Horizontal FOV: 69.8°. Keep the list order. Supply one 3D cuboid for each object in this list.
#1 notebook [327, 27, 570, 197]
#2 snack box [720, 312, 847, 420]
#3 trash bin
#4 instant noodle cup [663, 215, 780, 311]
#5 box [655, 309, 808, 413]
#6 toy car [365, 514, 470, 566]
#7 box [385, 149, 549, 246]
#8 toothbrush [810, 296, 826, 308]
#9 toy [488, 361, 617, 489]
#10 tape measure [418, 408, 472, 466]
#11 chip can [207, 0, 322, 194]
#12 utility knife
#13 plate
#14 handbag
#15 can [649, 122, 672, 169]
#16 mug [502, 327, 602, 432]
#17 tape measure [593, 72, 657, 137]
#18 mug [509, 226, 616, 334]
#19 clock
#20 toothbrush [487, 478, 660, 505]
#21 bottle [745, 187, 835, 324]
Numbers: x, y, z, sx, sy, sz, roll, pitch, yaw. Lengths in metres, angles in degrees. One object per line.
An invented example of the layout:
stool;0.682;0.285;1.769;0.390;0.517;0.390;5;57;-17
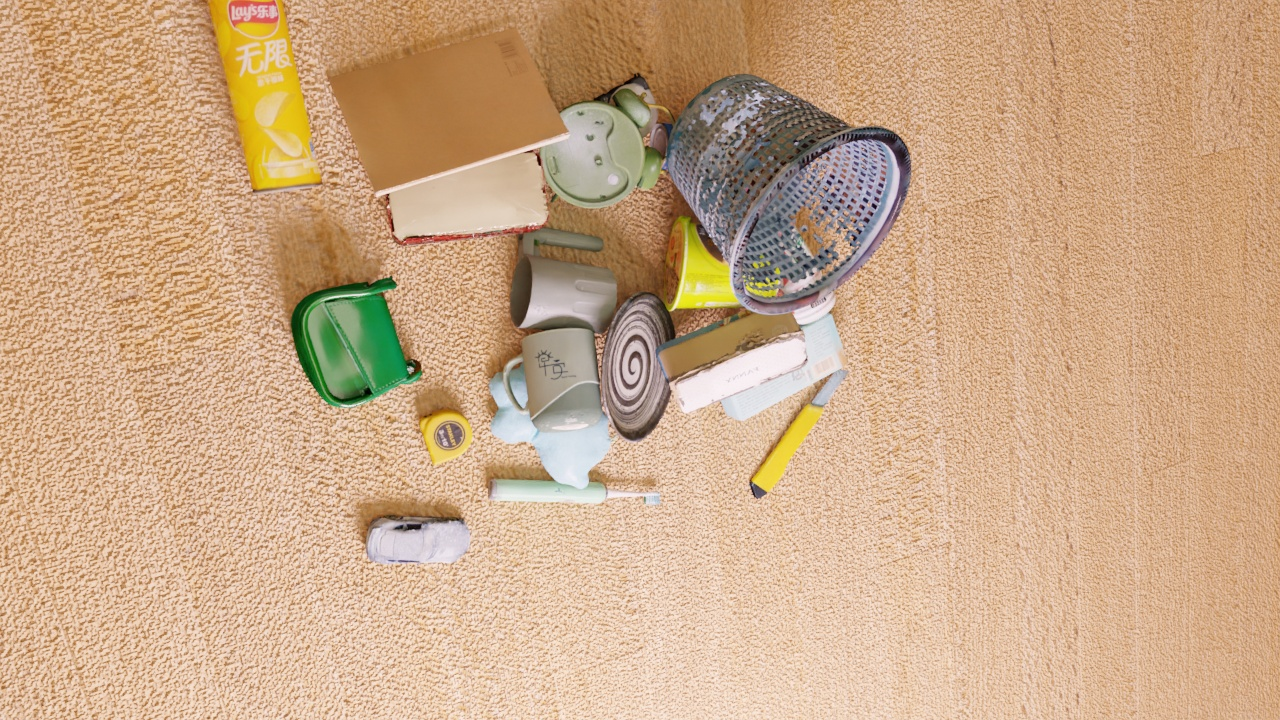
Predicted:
notebook;-0.200;-0.266;0.962;0.211;0.012;0.149;-21;74;-15
snack box;0.178;0.005;1.187;0.174;0.052;0.074;-27;107;-15
trash bin;0.138;-0.195;0.983;0.226;0.195;0.227;-24;143;-20
instant noodle cup;0.099;-0.108;1.087;0.123;0.111;0.112;5;99;-9
box;0.104;-0.002;1.088;0.184;0.061;0.090;-19;147;0
toy car;-0.258;0.209;1.066;0.120;0.037;0.054;4;98;-25
box;-0.185;-0.172;0.979;0.168;0.077;0.091;-8;95;-12
toothbrush;0.148;-0.036;1.149;0.186;0.012;0.017;-30;121;12
toy;-0.101;0.075;1.093;0.156;0.050;0.161;-2;92;-15
tape measure;-0.224;0.084;1.057;0.057;0.029;0.060;-20;107;-16
chip can;-0.372;-0.274;0.903;0.072;0.072;0.213;-12;105;-19
utility knife;0.214;0.097;1.238;0.033;0.015;0.215;37;88;-23
plate;-0.006;0.006;1.086;0.179;0.024;0.179;-22;116;-59
handbag;-0.306;-0.018;0.989;0.120;0.068;0.131;-20;106;-24
can;0.082;-0.256;1.096;0.134;0.053;0.053;-5;102;-20
mug;-0.101;0.027;1.039;0.112;0.082;0.106;-9;80;10
tape measure;-0.014;-0.288;1.063;0.065;0.033;0.066;-34;110;-10
mug;-0.089;-0.093;1.055;0.103;0.084;0.123;6;73;-24
clock;-0.037;-0.238;1.025;0.161;0.056;0.116;-13;114;5
toothbrush;-0.078;0.163;1.132;0.224;0.027;0.027;5;73;-23
bottle;0.174;-0.140;1.149;0.068;0.068;0.197;-37;110;-11
